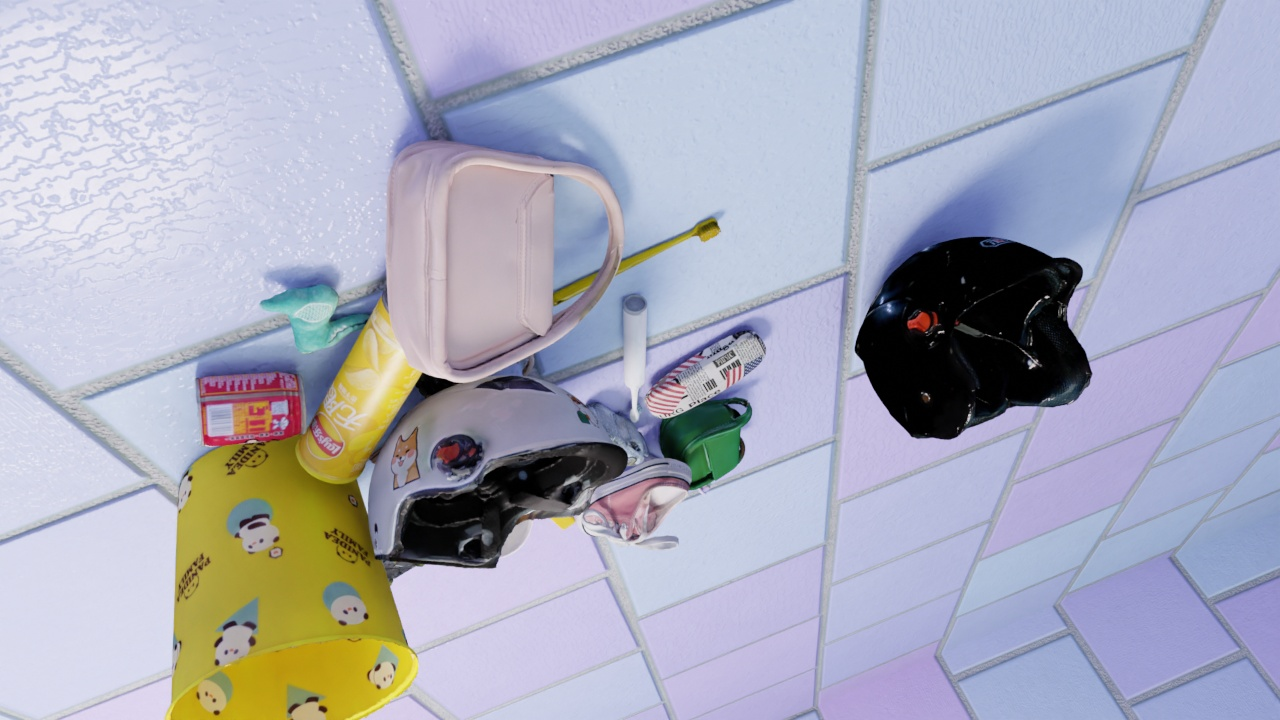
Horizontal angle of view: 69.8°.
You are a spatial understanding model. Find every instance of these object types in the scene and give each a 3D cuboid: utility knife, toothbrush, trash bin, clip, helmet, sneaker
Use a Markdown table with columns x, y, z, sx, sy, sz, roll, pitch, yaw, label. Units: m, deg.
| x | y | z | sx | sy | sz | roll | pitch | yaw | label |
| --- | --- | --- | --- | --- | --- | --- | --- | --- | --- |
| -0.125 | 0.201 | 1.262 | 0.033 | 0.015 | 0.156 | -21 | 146 | 6 | utility knife |
| 0.045 | 0.155 | 1.299 | 0.021 | 0.029 | 0.189 | -1 | 160 | 37 | toothbrush |
| -0.370 | 0.231 | 0.949 | 0.229 | 0.255 | 0.230 | -16 | 144 | -12 | trash bin |
| -0.005 | -0.099 | 0.942 | 0.190 | 0.016 | 0.016 | -25 | 144 | 1 | toothbrush |
| -0.125 | -0.021 | 0.961 | 0.102 | 0.035 | 0.095 | -44 | 137 | 13 | clip |
| -0.162 | 0.101 | 0.952 | 0.274 | 0.156 | 0.230 | -35 | 154 | 16 | helmet |
| 0.381 | -0.033 | 1.074 | 0.233 | 0.230 | 0.275 | -10 | 134 | -34 | helmet |
| -0.016 | 0.207 | 1.225 | 0.118 | 0.087 | 0.242 | 23 | 145 | -25 | sneaker |
| -0.006 | 0.006 | 1.069 | 0.026 | 0.027 | 0.221 | -52 | 158 | -32 | toothbrush |

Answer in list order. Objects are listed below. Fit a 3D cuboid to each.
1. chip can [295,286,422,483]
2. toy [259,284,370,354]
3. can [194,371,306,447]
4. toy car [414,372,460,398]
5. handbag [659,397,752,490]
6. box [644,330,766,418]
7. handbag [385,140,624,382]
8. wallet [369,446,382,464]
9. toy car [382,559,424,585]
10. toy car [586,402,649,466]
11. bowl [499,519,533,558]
| x | y | z | sx | sy | sz | roll | pitch | yaw | label |
| --- | --- | --- | --- | --- | --- | --- | --- | --- | --- |
| -0.259 | 0.026 | 0.885 | 0.072 | 0.072 | 0.214 | 12 | 128 | -40 | chip can |
| -0.295 | -0.038 | 0.844 | 0.096 | 0.030 | 0.092 | -17 | 150 | -23 | toy |
| -0.370 | 0.045 | 0.873 | 0.093 | 0.066 | 0.067 | -5 | 140 | -26 | can |
| -0.212 | 0.013 | 0.955 | 0.048 | 0.032 | 0.105 | -21 | 156 | -6 | toy car |
| 0.090 | 0.107 | 1.230 | 0.120 | 0.068 | 0.131 | -22 | 144 | -16 | handbag |
| 0.077 | 0.016 | 1.123 | 0.164 | 0.052 | 0.069 | -30 | 158 | 4 | box |
| -0.102 | -0.094 | 0.803 | 0.233 | 0.093 | 0.193 | -14 | 118 | -38 | handbag |
| -0.239 | 0.100 | 1.064 | 0.115 | 0.020 | 0.101 | -37 | 142 | 21 | wallet |
| -0.324 | 0.259 | 1.195 | 0.121 | 0.045 | 0.053 | -34 | 142 | 24 | toy car |
| -0.028 | 0.091 | 1.142 | 0.037 | 0.054 | 0.120 | -31 | 143 | 14 | toy car |
| -0.182 | 0.181 | 1.149 | 0.118 | 0.118 | 0.064 | -34 | -177 | 14 | bowl |
